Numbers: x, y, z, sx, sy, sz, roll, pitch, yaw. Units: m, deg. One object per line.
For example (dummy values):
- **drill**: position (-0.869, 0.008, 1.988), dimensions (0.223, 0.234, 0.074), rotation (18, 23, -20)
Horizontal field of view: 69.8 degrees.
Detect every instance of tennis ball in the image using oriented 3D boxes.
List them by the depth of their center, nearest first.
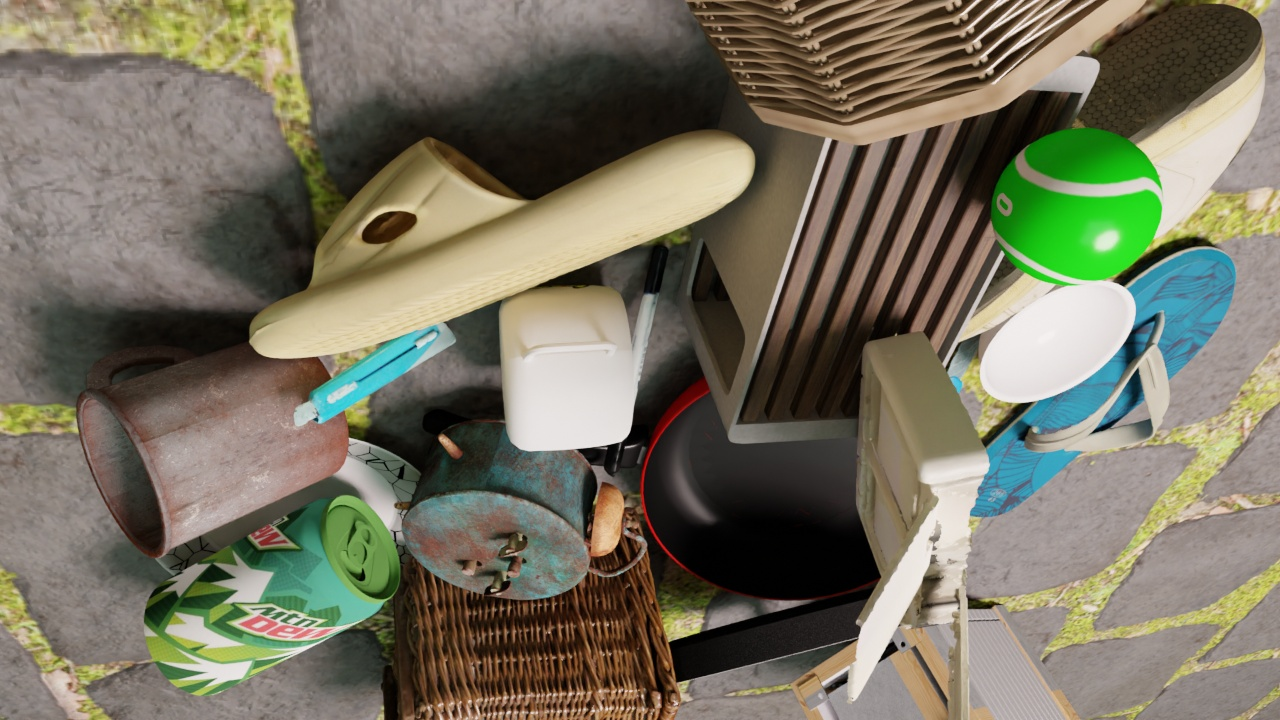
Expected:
- **tennis ball**: position (0.182, -0.064, 0.386), dimensions (0.065, 0.065, 0.065), rotation (-9, 135, -9)

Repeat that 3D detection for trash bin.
- **trash bin**: position (0.107, -0.078, 0.480), dimensions (0.114, 0.114, 0.229), rotation (-2, 134, -15)
- **trash bin**: position (0.290, 0.334, 0.878), dimensions (0.143, 0.142, 0.246), rotation (-43, 145, 24)

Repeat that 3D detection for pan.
- **pan**: position (0.034, 0.066, 0.630), dimensions (0.356, 0.067, 0.209), rotation (14, 123, -5)
- **pan**: position (0.123, 0.232, 0.771), dimensions (0.225, 0.034, 0.356), rotation (-15, 161, 3)

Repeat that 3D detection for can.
- **can**: position (-0.237, 0.151, 0.596), dimensions (0.144, 0.083, 0.083), rotation (-28, 135, 11)

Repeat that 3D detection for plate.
- **plate**: position (-0.234, 0.108, 0.628), dimensions (0.188, 0.016, 0.189), rotation (-9, 135, -9)

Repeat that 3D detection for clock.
- **clock**: position (-0.072, 0.108, 0.586), dimensions (0.157, 0.073, 0.122), rotation (25, 136, -16)

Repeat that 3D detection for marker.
- **marker**: position (-0.003, 0.003, 0.562), dimensions (0.011, 0.011, 0.152), rotation (6, 110, -22)

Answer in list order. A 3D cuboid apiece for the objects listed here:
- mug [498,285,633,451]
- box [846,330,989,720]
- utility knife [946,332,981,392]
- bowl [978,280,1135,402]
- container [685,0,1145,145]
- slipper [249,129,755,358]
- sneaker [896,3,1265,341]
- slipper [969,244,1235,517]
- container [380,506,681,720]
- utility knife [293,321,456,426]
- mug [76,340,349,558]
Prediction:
- **mug**: position (-0.043, 0.002, 0.518), dimensions (0.068, 0.094, 0.116), rotation (-4, 171, -10)
- **box**: position (0.132, 0.091, 0.448), dimensions (0.066, 0.185, 0.145), rotation (3, 133, 15)
- **utility knife**: position (0.222, 0.052, 0.713), dimensions (0.031, 0.015, 0.196), rotation (-1, 132, -20)
- **bowl**: position (0.278, -0.024, 0.637), dimensions (0.110, 0.040, 0.110), rotation (-9, 135, -9)
- **container**: position (0.055, -0.201, 0.279), dimensions (0.227, 0.226, 0.196), rotation (-36, 140, 18)
- **slipper**: position (-0.074, -0.073, 0.456), dimensions (0.262, 0.079, 0.111), rotation (-19, 177, 10)
- **sneaker**: position (0.254, -0.091, 0.542), dimensions (0.242, 0.089, 0.102), rotation (-42, 139, 18)
- **slipper**: position (0.354, 0.041, 0.713), dimensions (0.118, 0.060, 0.296), rotation (9, 130, -28)
- **container**: position (-0.098, 0.251, 0.702), dimensions (0.183, 0.162, 0.251), rotation (0, 135, -18)
- **utility knife**: position (-0.145, 0.007, 0.503), dimensions (0.016, 0.117, 0.022), rotation (-20, 106, 39)
- **mug**: position (-0.235, 0.030, 0.492), dimensions (0.110, 0.123, 0.096), rotation (-22, 151, -49)
